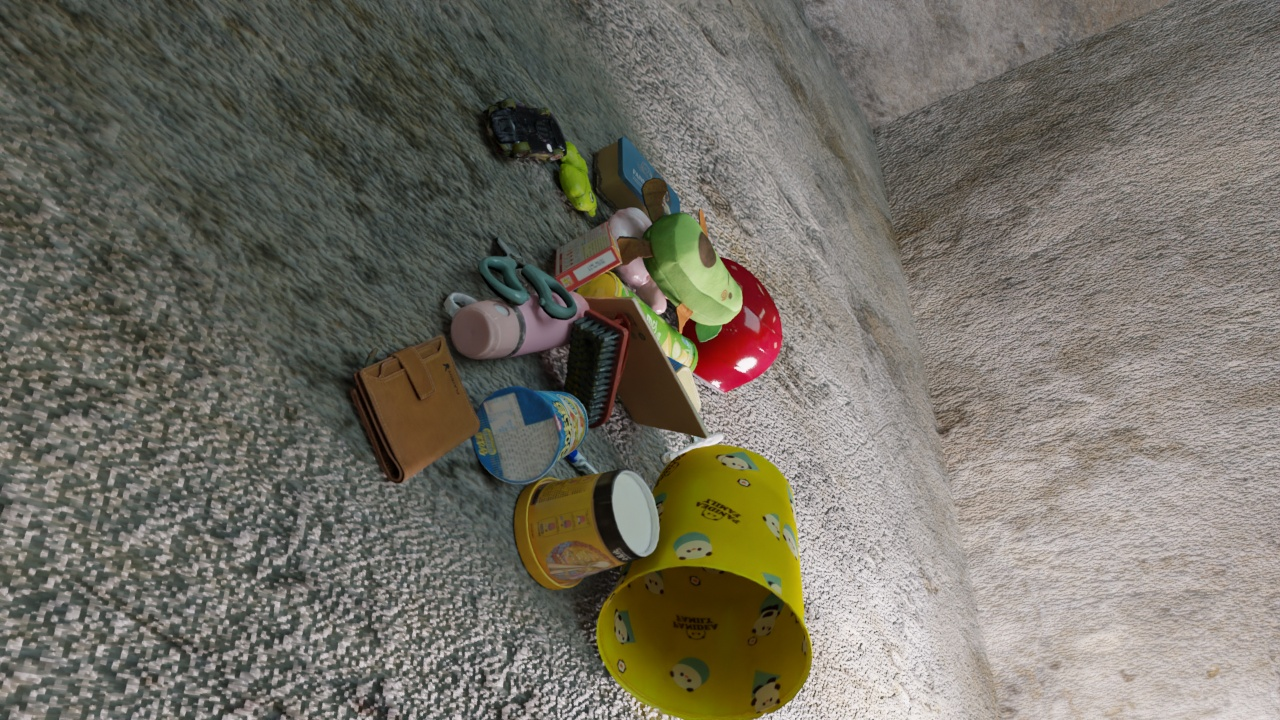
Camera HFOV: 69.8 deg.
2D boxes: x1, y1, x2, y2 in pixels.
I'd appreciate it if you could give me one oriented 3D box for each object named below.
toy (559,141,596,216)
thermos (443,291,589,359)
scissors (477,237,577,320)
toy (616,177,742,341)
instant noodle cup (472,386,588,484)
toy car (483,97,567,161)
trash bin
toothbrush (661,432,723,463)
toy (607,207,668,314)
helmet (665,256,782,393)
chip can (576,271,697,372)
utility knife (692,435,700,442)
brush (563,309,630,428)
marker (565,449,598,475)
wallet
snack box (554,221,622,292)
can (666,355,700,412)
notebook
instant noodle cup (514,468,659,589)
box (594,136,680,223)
[{"bbox_3d":[-0.089,-0.249,1.260,0.096,0.031,0.100,47,31,-40],"label":"toy"},{"bbox_3d":[-0.136,-0.046,1.012,0.087,0.067,0.198,43,23,16],"label":"thermos"},{"bbox_3d":[-0.122,-0.093,1.022,0.143,0.019,0.180,22,20,-20],"label":"scissors"},{"bbox_3d":[0.065,-0.135,1.303,0.246,0.090,0.226,42,51,-36],"label":"toy"},{"bbox_3d":[-0.106,0.072,0.958,0.109,0.099,0.099,-8,80,-71],"label":"instant noodle cup"},{"bbox_3d":[-0.143,-0.289,1.170,0.157,0.042,0.070,-15,86,-62],"label":"toy car"},{"bbox_3d":[0.086,0.244,1.074,0.230,0.230,0.254,60,23,-21],"label":"trash bin"},{"bbox_3d":[0.081,0.125,1.336,0.179,0.016,0.016,-12,92,-58],"label":"toothbrush"},{"bbox_3d":[0.001,-0.146,1.336,0.159,0.054,0.121,62,36,-16],"label":"toy"},{"bbox_3d":[0.148,-0.074,1.477,0.207,0.144,0.239,33,44,-48],"label":"helmet"},{"bbox_3d":[-0.001,-0.040,1.245,0.221,0.073,0.072,37,42,-48],"label":"chip can"},{"bbox_3d":[0.064,0.055,1.369,0.034,0.018,0.218,-19,91,-64],"label":"utility knife"},{"bbox_3d":[-0.048,0.015,1.071,0.069,0.063,0.146,-23,133,-46],"label":"brush"},{"bbox_3d":[-0.056,0.138,1.086,0.146,0.017,0.016,51,32,-34],"label":"marker"},{"bbox_3d":[-0.209,0.036,0.849,0.130,0.035,0.119,-38,112,-63],"label":"wallet"},{"bbox_3d":[-0.065,-0.127,1.114,0.027,0.077,0.155,60,6,-19],"label":"snack box"},{"bbox_3d":[0.026,0.034,1.199,0.057,0.083,0.102,-44,139,-21],"label":"can"},{"bbox_3d":[-0.007,0.007,1.132,0.008,0.148,0.208,-43,118,-27],"label":"notebook"},{"bbox_3d":[-0.052,0.171,0.962,0.118,0.115,0.118,42,38,-44],"label":"instant noodle cup"},{"bbox_3d":[-0.006,-0.256,1.391,0.184,0.061,0.089,40,39,-49],"label":"box"}]
